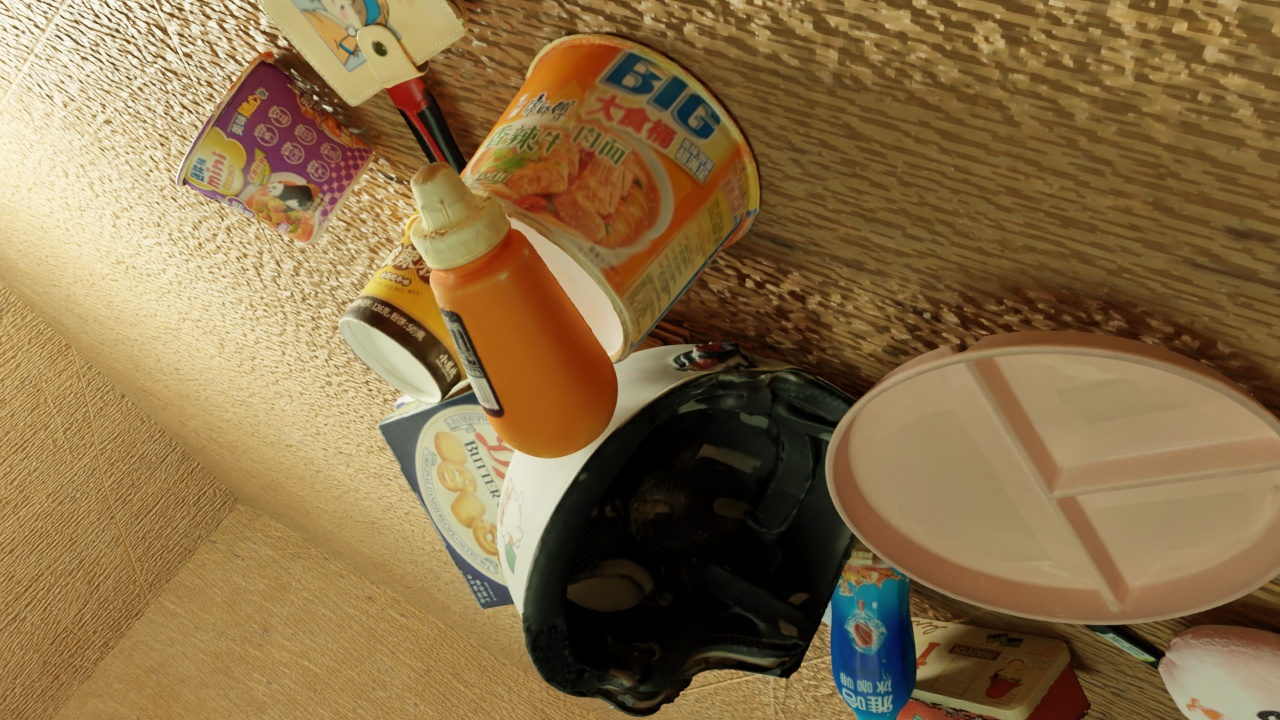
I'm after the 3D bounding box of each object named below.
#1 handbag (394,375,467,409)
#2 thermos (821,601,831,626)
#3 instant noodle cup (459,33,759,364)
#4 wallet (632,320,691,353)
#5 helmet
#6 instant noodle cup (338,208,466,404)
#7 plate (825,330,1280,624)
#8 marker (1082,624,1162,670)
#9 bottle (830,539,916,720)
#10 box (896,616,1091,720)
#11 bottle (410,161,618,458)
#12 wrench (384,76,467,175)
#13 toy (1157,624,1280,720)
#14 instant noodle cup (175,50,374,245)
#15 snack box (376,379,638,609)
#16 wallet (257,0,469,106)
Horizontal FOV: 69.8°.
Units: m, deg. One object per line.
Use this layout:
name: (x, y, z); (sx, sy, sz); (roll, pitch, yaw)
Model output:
handbag: (-0.137, 0.071, 0.906); (0.134, 0.075, 0.194); (-8, 133, 47)
thermos: (0.095, 0.140, 0.734); (0.220, 0.070, 0.070); (34, 155, -15)
instant noodle cup: (-0.028, -0.075, 0.485); (0.151, 0.111, 0.152); (27, 153, 15)
wallet: (-0.004, 0.004, 0.682); (0.108, 0.031, 0.132); (21, 156, 23)
helmet: (0.018, 0.084, 0.578); (0.273, 0.230, 0.157); (4, -160, -36)
instant noodle cup: (-0.153, -0.039, 0.689); (0.118, 0.114, 0.119); (28, 153, 15)
plate: (0.214, 0.067, 0.482); (0.229, 0.028, 0.230); (13, 140, 11)
marker: (0.316, 0.180, 0.632); (0.124, 0.015, 0.018); (33, 155, -4)
bottle: (0.176, 0.211, 0.697); (0.065, 0.065, 0.219); (12, 121, 39)
box: (0.263, 0.271, 0.741); (0.169, 0.091, 0.075); (-12, 108, 56)
bottle: (-0.062, -0.023, 0.419); (0.067, 0.066, 0.149); (10, 138, 40)
wrench: (-0.138, -0.148, 0.574); (0.056, 0.016, 0.273); (1, 134, 38)
toy: (0.395, 0.202, 0.539); (0.160, 0.054, 0.121); (10, 146, 26)
instant noodle cup: (-0.252, -0.141, 0.648); (0.099, 0.111, 0.112); (35, 155, -19)
snack box: (-0.096, 0.098, 0.716); (0.183, 0.045, 0.178); (-20, 102, 36)
wallet: (-0.151, -0.192, 0.503); (0.115, 0.024, 0.087); (-14, 121, 37)
